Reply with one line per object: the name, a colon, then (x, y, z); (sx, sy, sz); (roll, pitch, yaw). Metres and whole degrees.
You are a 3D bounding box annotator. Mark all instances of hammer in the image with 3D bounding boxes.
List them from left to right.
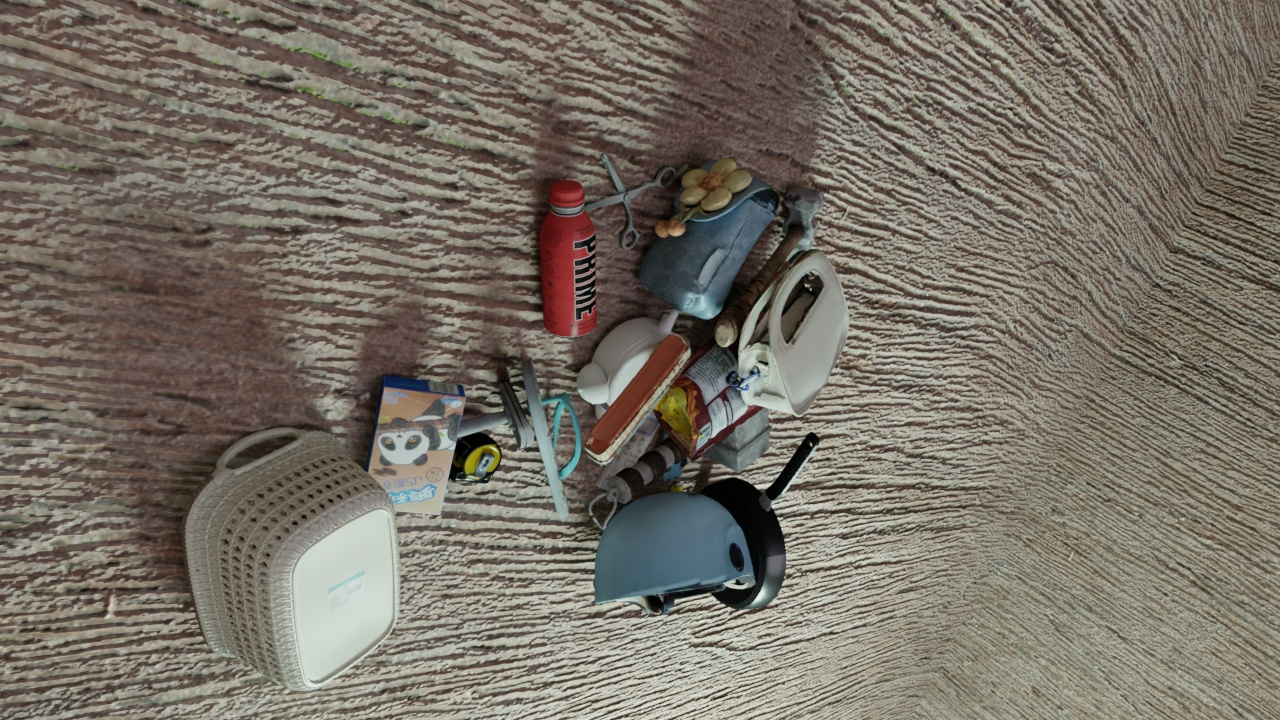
hammer: (0.053, 0.117, 1.264); (0.325, 0.079, 0.177); (-32, 130, -33)
hammer: (0.168, -0.116, 1.208); (0.317, 0.049, 0.122); (-51, 152, -45)

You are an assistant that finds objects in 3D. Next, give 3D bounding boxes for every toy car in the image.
toy car: (0.048, 0.122, 1.344); (0.060, 0.027, 0.108); (-5, 111, -49)

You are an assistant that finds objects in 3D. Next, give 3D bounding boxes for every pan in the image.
pan: (0.170, 0.232, 1.376); (0.044, 0.204, 0.357); (-6, 138, -33)

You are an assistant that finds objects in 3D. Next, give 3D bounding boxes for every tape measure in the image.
tape measure: (-0.194, 0.117, 1.090); (0.061, 0.034, 0.061); (12, 105, -50)

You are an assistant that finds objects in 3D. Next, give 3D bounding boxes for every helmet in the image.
helmet: (0.036, 0.274, 1.309); (0.265, 0.226, 0.166); (12, 63, -67)

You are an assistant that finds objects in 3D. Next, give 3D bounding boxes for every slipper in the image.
slipper: (-0.102, 0.090, 1.120); (0.054, 0.098, 0.269); (-14, 139, -8)

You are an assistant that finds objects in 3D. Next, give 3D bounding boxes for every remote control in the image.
remote control: (-0.013, 0.125, 1.301); (0.050, 0.011, 0.136); (25, 97, -51)

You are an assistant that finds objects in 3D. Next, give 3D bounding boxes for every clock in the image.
clock: (-0.007, 0.007, 1.190); (0.160, 0.073, 0.125); (-40, 139, -8)

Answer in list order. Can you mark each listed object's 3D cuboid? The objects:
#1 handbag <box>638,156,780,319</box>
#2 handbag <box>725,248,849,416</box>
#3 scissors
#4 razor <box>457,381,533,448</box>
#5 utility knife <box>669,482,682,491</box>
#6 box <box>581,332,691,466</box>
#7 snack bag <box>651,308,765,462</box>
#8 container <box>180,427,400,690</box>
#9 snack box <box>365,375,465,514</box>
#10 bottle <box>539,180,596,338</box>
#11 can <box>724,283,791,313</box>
handbag: (0.074, -0.155, 1.117); (0.118, 0.122, 0.192); (23, 103, -52)
handbag: (0.183, -0.044, 1.164); (0.200, 0.093, 0.200); (-53, 143, -30)
scissors: (-0.006, -0.198, 1.084); (0.174, 0.014, 0.142); (-34, 140, -27)
razor: (-0.190, 0.074, 1.047); (0.116, 0.088, 0.047); (-15, 128, -16)
utility knife: (0.033, 0.256, 1.437); (0.030, 0.017, 0.151); (-1, 114, -56)
box: (-0.003, 0.043, 1.098); (0.059, 0.056, 0.186); (44, 71, -18)
snack bag: (0.114, 0.029, 1.199); (0.207, 0.067, 0.139); (-35, 110, -30)
container: (-0.337, 0.203, 0.917); (0.184, 0.143, 0.247); (-32, 137, -46)
snack box: (-0.247, 0.094, 0.994); (0.087, 0.034, 0.151); (9, 111, -20)
bottle: (-0.080, -0.114, 1.026); (0.062, 0.062, 0.177); (-24, 131, -33)
can: (0.160, -0.059, 1.289); (0.089, 0.090, 0.075); (-1, 116, -45)
